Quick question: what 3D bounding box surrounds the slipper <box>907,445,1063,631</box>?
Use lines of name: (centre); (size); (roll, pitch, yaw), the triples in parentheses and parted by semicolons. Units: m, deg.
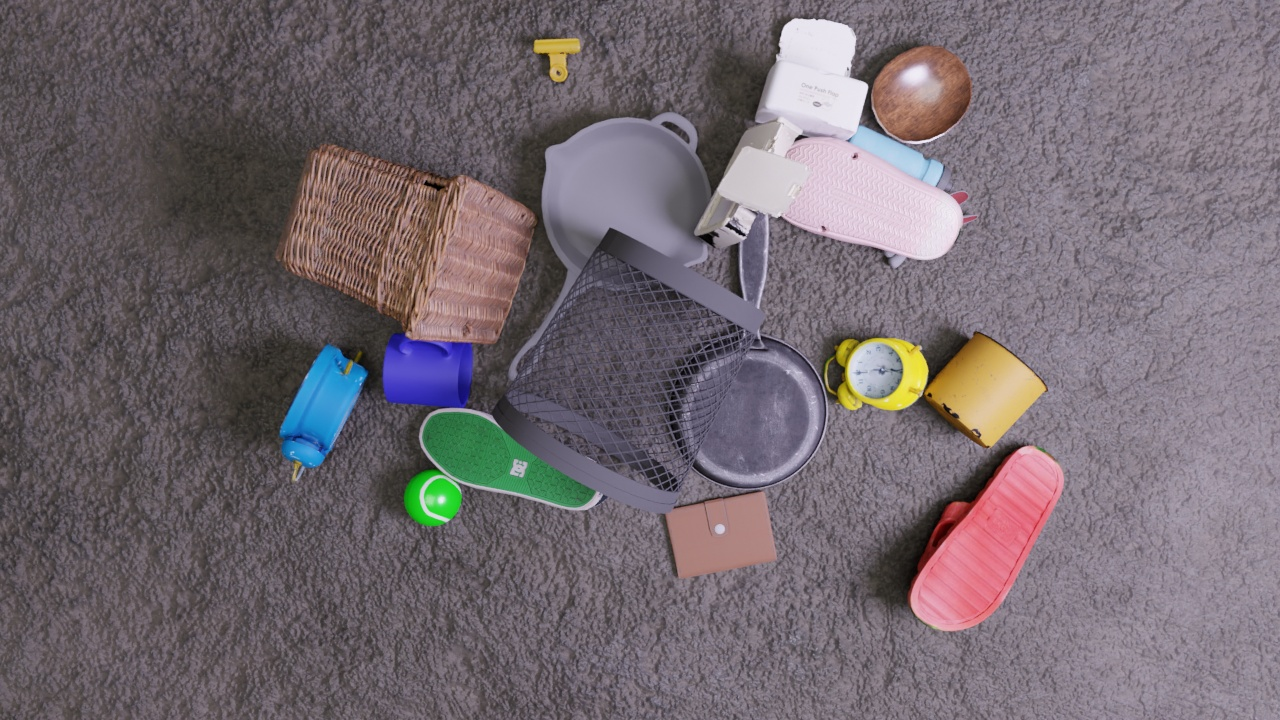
slipper: (0.394, 0.206, 1.061); (0.103, 0.059, 0.248); (43, 78, -3)

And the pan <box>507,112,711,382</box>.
pan: (-0.050, -0.125, 1.053); (0.216, 0.024, 0.354); (33, 95, -10)

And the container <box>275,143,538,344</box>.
container: (-0.241, -0.123, 0.967); (0.183, 0.249, 0.162); (20, 93, 9)

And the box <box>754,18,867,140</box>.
box: (0.197, -0.320, 1.013); (0.109, 0.121, 0.136); (17, 96, -1)

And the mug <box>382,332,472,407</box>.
mug: (-0.241, 0.002, 1.034); (0.083, 0.111, 0.079); (4, 56, 1)

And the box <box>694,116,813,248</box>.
box: (0.114, -0.204, 0.960); (0.070, 0.187, 0.143); (30, 80, -16)

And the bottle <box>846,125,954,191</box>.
bottle: (0.295, -0.223, 1.041); (0.130, 0.040, 0.040); (25, 94, -1)

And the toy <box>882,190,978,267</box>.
toy: (0.329, -0.148, 1.050); (0.112, 0.030, 0.049); (-35, 121, 6)

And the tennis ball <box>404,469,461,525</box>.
tennis ball: (-0.241, 0.159, 1.065); (0.065, 0.065, 0.065); (0, 94, 1)

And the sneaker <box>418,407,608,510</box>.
sneaker: (-0.145, 0.119, 1.064); (0.235, 0.079, 0.084); (18, 81, 17)

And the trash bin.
trash bin: (-0.006, 0.006, 0.968); (0.218, 0.217, 0.227); (29, 95, -1)

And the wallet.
wallet: (0.096, 0.207, 1.088); (0.121, 0.013, 0.087); (-11, 94, 2)

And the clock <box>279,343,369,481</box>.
clock: (-0.364, 0.060, 1.039); (0.060, 0.117, 0.161); (25, 95, -13)

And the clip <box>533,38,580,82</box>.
clip: (-0.094, -0.345, 1.046); (0.054, 0.045, 0.049); (-1, 69, 0)

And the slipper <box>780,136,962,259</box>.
slipper: (0.249, -0.181, 1.023); (0.222, 0.055, 0.107); (24, 118, 14)

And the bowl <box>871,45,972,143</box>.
bowl: (0.316, -0.299, 1.042); (0.114, 0.026, 0.102); (-32, 93, 2)

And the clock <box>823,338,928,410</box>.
clock: (0.265, 0.015, 1.042); (0.119, 0.057, 0.083); (-4, 83, 37)

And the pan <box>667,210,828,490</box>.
pan: (0.127, -0.022, 1.060); (0.187, 0.055, 0.357); (2, 98, 2)

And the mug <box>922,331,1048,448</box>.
mug: (0.389, 0.041, 1.036); (0.094, 0.100, 0.123); (-49, 133, 5)
